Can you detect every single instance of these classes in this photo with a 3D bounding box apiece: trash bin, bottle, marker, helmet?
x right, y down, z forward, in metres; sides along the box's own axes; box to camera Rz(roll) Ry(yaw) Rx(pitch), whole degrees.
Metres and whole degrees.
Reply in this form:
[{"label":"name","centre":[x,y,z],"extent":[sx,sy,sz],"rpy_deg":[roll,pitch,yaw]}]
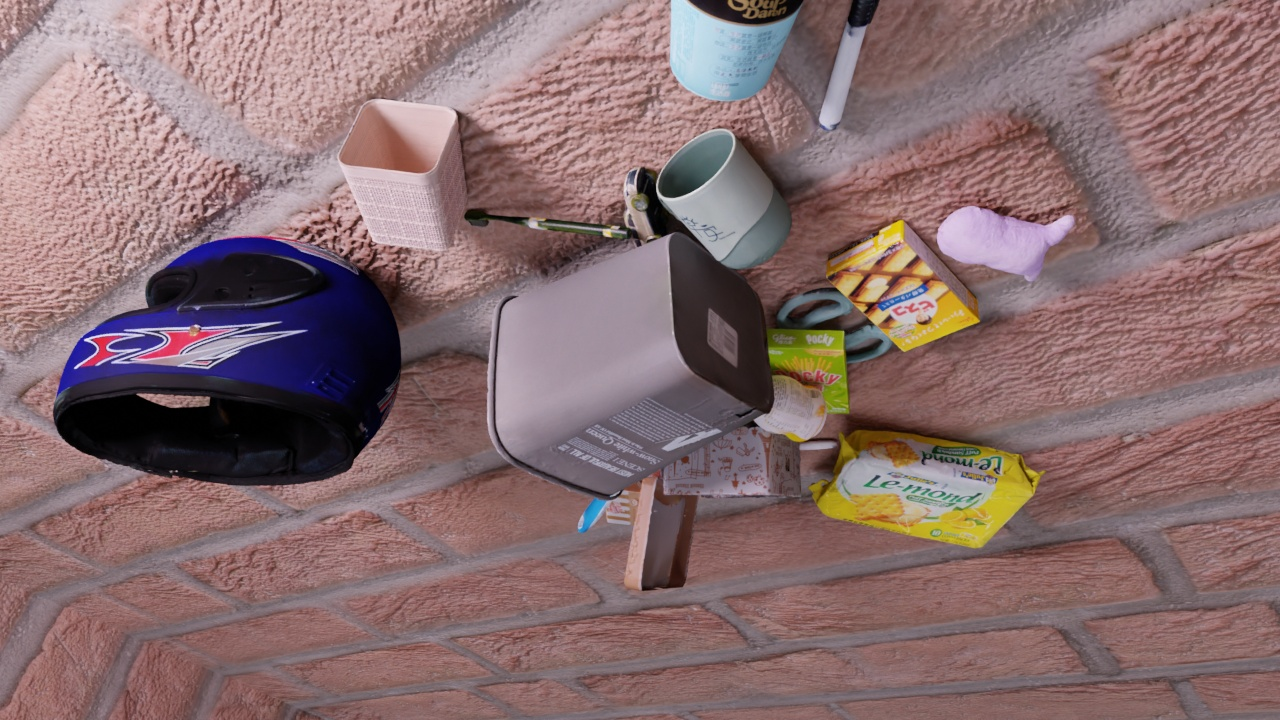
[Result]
[{"label":"trash bin","centre":[-0.005,0.005,0.900],"extent":[0.220,0.198,0.199],"rpy_deg":[-24,143,34]},{"label":"bottle","centre":[0.144,0.045,0.981],"extent":[0.108,0.063,0.063],"rpy_deg":[21,142,-19]},{"label":"marker","centre":[0.164,-0.237,0.723],"extent":[0.022,0.018,0.131],"rpy_deg":[2,142,-3]},{"label":"helmet","centre":[-0.414,-0.012,0.969],"extent":[0.315,0.239,0.248],"rpy_deg":[4,144,-10]}]

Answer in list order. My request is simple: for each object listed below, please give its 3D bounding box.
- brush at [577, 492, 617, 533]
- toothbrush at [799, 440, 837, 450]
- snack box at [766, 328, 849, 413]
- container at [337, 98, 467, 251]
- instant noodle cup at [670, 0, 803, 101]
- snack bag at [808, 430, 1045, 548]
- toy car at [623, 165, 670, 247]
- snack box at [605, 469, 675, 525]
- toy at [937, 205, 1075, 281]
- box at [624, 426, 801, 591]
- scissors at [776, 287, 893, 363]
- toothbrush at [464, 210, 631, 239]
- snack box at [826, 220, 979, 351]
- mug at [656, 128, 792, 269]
[{"label":"brush","centre":[-0.019,0.101,1.108],"extent":[0.109,0.060,0.315],"rpy_deg":[26,120,-33]},{"label":"toothbrush","centre":[0.162,0.116,1.177],"extent":[0.180,0.016,0.016],"rpy_deg":[-7,153,21]},{"label":"snack box","centre":[0.184,0.014,1.009],"extent":[0.086,0.026,0.156],"rpy_deg":[2,152,15]},{"label":"container","centre":[-0.213,-0.167,0.854],"extent":[0.090,0.090,0.111],"rpy_deg":[7,146,5]},{"label":"instant noodle cup","centre":[0.065,-0.256,0.661],"extent":[0.111,0.111,0.121],"rpy_deg":[12,150,-1]},{"label":"snack bag","centre":[0.346,0.154,1.137],"extent":[0.246,0.068,0.158],"rpy_deg":[11,143,0]},{"label":"toy car","centre":[0.003,-0.141,0.867],"extent":[0.035,0.042,0.090],"rpy_deg":[0,141,17]},{"label":"snack box","centre":[0.004,0.168,1.235],"extent":[0.094,0.076,0.093],"rpy_deg":[6,142,6]},{"label":"toy","centre":[0.323,-0.109,0.828],"extent":[0.108,0.038,0.084],"rpy_deg":[14,143,0]},{"label":"box","centre":[0.099,0.177,1.087],"extent":[0.158,0.217,0.180],"rpy_deg":[8,172,22]},{"label":"scissors","centre":[0.172,-0.033,0.981],"extent":[0.179,0.019,0.161],"rpy_deg":[-8,143,30]},{"label":"toothbrush","centre":[-0.092,-0.131,0.898],"extent":[0.186,0.012,0.017],"rpy_deg":[9,152,23]},{"label":"snack box","centre":[0.258,-0.070,0.902],"extent":[0.087,0.033,0.140],"rpy_deg":[-26,131,39]},{"label":"mug","centre":[0.069,-0.140,0.827],"extent":[0.112,0.082,0.106],"rpy_deg":[3,149,48]}]
